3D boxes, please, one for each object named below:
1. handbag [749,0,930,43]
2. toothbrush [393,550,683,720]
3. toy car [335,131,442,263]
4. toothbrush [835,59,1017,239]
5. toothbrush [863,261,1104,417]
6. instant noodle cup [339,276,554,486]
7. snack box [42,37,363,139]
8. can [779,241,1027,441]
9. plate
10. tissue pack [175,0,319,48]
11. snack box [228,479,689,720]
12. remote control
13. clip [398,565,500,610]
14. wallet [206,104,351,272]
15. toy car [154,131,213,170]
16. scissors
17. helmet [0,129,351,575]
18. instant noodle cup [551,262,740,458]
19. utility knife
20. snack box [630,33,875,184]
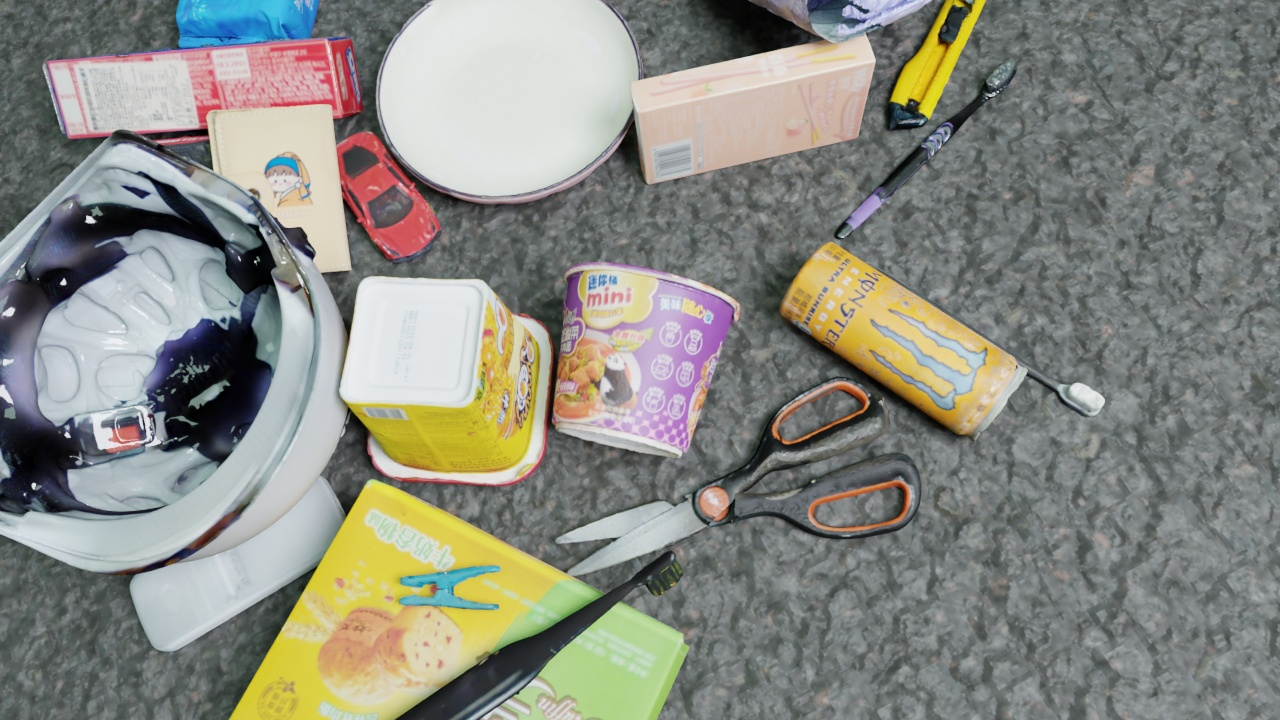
[{"bbox_3d":[0.119,-0.289,0.625,0.134,0.076,0.194,-28,40,-9],"label":"handbag"},{"bbox_3d":[-0.069,0.162,0.475,0.212,0.026,0.027,-32,106,-8],"label":"toothbrush"},{"bbox_3d":[-0.184,-0.117,0.653,0.049,0.031,0.106,-35,74,-7],"label":"toy car"},{"bbox_3d":[0.202,-0.149,0.643,0.189,0.017,0.014,-44,74,-9],"label":"toothbrush"},{"bbox_3d":[0.216,-0.018,0.596,0.181,0.018,0.015,34,79,16],"label":"toothbrush"},{"bbox_3d":[-0.118,0.009,0.554,0.116,0.124,0.116,2,71,5],"label":"instant noodle cup"},{"bbox_3d":[-0.313,-0.199,0.666,0.207,0.057,0.058,-4,111,3],"label":"snack box"},{"bbox_3d":[0.161,-0.013,0.575,0.146,0.058,0.058,36,77,15],"label":"can"},{"bbox_3d":[-0.093,-0.193,0.667,0.192,0.039,0.192,-1,71,4],"label":"plate"},{"bbox_3d":[-0.299,-0.306,0.715,0.095,0.052,0.157,3,71,5],"label":"tissue pack"},{"bbox_3d":[-0.098,0.183,0.520,0.210,0.070,0.157,24,74,12],"label":"snack box"},{"bbox_3d":[-0.250,0.126,0.578,0.136,0.020,0.056,-31,73,-7],"label":"remote control"},{"bbox_3d":[-0.103,0.124,0.497,0.056,0.014,0.040,-1,69,1],"label":"clip"},{"bbox_3d":[-0.250,-0.115,0.628,0.087,0.024,0.115,-7,98,-12],"label":"wallet"},{"bbox_3d":[-0.323,-0.136,0.657,0.120,0.053,0.045,-1,34,6],"label":"toy car"},{"bbox_3d":[0.065,0.096,0.564,0.233,0.022,0.162,-42,74,-11],"label":"scissors"},{"bbox_3d":[-0.275,0.010,0.552,0.259,0.146,0.229,37,84,17],"label":"helmet"},{"bbox_3d":[-0.003,0.003,0.561,0.111,0.111,0.099,11,79,8],"label":"instant noodle cup"},{"bbox_3d":[0.230,-0.251,0.676,0.033,0.015,0.206,26,74,9],"label":"utility knife"},{"bbox_3d":[0.074,-0.169,0.622,0.157,0.084,0.026,-13,67,-1],"label":"snack box"}]
